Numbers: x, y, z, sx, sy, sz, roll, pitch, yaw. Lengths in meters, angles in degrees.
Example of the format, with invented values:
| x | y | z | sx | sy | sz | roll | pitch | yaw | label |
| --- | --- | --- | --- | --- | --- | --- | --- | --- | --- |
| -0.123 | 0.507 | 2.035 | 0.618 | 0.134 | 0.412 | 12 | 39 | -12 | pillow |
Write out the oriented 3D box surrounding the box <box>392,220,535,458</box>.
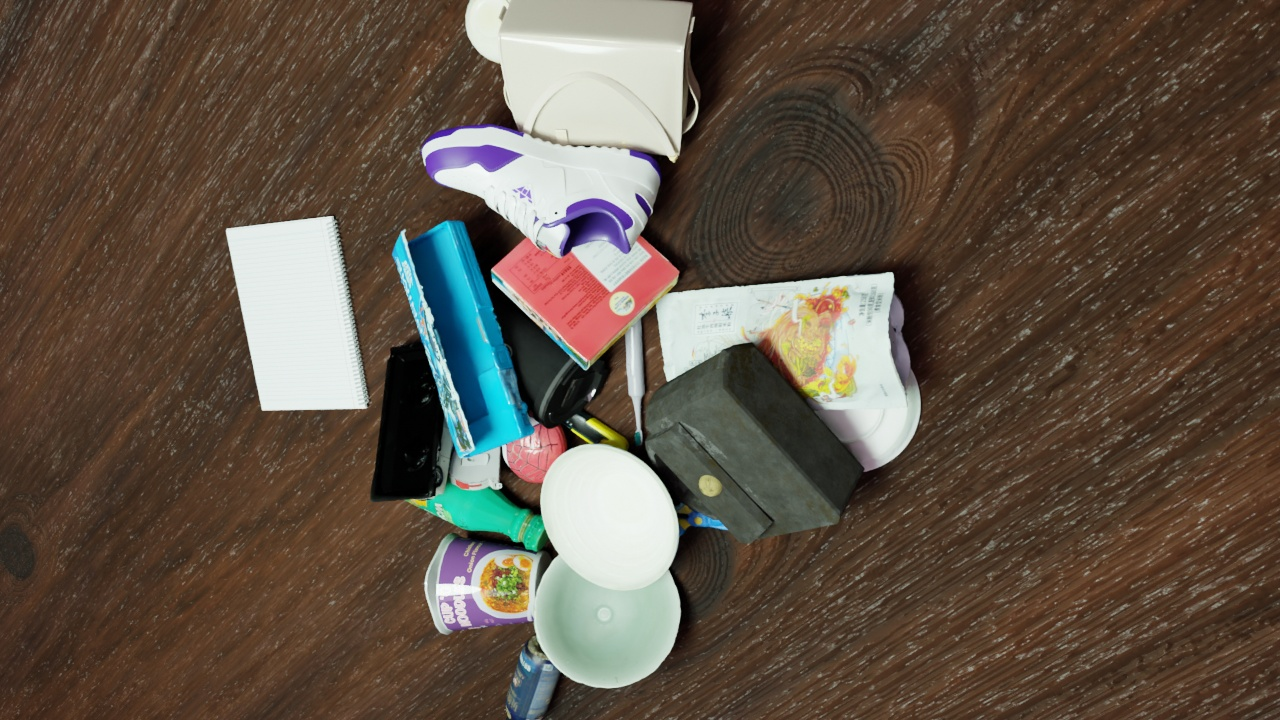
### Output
| x | y | z | sx | sy | sz | roll | pitch | yaw | label |
| --- | --- | --- | --- | --- | --- | --- | --- | --- | --- |
| -0.205 | -0.019 | 0.970 | 0.092 | 0.085 | 0.243 | -21 | 86 | 31 | box |

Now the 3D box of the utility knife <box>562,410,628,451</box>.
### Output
| x | y | z | sx | sy | sz | roll | pitch | yaw | label |
| --- | --- | --- | --- | --- | --- | --- | --- | --- | --- |
| -0.095 | 0.057 | 1.082 | 0.188 | 0.020 | 0.029 | 33 | 110 | 11 | utility knife |

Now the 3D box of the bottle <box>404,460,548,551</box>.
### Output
| x | y | z | sx | sy | sz | roll | pitch | yaw | label |
| --- | --- | --- | --- | --- | --- | --- | --- | --- | --- |
| -0.208 | 0.172 | 1.125 | 0.210 | 0.068 | 0.068 | 22 | 109 | 14 | bottle |

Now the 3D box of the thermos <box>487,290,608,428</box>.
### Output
| x | y | z | sx | sy | sz | roll | pitch | yaw | label |
| --- | --- | --- | --- | --- | --- | --- | --- | --- | --- |
| -0.151 | -0.019 | 1.044 | 0.218 | 0.105 | 0.106 | 33 | 112 | 16 | thermos |

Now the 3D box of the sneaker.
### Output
| x | y | z | sx | sy | sz | roll | pitch | yaw | label |
| --- | --- | --- | --- | --- | --- | --- | --- | --- | --- |
| -0.105 | -0.161 | 0.931 | 0.244 | 0.092 | 0.111 | 8 | 72 | 1 | sneaker |

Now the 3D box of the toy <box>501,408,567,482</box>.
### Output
| x | y | z | sx | sy | sz | roll | pitch | yaw | label |
| --- | --- | --- | --- | --- | --- | --- | --- | --- | --- |
| -0.141 | 0.086 | 1.081 | 0.133 | 0.062 | 0.092 | 41 | 122 | 10 | toy |

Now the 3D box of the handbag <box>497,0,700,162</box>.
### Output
| x | y | z | sx | sy | sz | roll | pitch | yaw | label |
| --- | --- | --- | --- | --- | --- | --- | --- | --- | --- |
| -0.039 | -0.258 | 0.923 | 0.195 | 0.101 | 0.198 | 6 | 144 | 6 | handbag |

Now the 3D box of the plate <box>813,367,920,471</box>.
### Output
| x | y | z | sx | sy | sz | roll | pitch | yaw | label |
| --- | --- | --- | --- | --- | --- | --- | --- | --- | --- |
| 0.213 | 0.045 | 0.965 | 0.157 | 0.014 | 0.157 | 5 | 104 | 20 | plate |

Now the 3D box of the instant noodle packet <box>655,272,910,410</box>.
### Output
| x | y | z | sx | sy | sz | roll | pitch | yaw | label |
| --- | --- | --- | --- | --- | --- | --- | --- | --- | --- |
| 0.137 | -0.010 | 0.949 | 0.270 | 0.057 | 0.147 | -5 | 97 | 33 | instant noodle packet |

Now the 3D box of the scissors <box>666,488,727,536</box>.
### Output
| x | y | z | sx | sy | sz | roll | pitch | yaw | label |
| --- | --- | --- | --- | --- | --- | --- | --- | --- | --- |
| 0.067 | 0.187 | 1.056 | 0.131 | 0.022 | 0.070 | 11 | 105 | 15 | scissors |

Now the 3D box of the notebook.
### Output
| x | y | z | sx | sy | sz | roll | pitch | yaw | label |
| --- | --- | --- | --- | --- | --- | --- | --- | --- | --- |
| -0.445 | -0.055 | 1.189 | 0.178 | 0.013 | 0.246 | -2 | 102 | 22 | notebook |

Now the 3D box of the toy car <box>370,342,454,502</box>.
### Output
| x | y | z | sx | sy | sz | roll | pitch | yaw | label |
| --- | --- | --- | --- | --- | --- | --- | --- | --- | --- |
| -0.255 | 0.078 | 1.093 | 0.094 | 0.071 | 0.191 | -10 | 67 | 27 | toy car |

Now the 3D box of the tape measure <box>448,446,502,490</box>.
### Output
| x | y | z | sx | sy | sz | roll | pitch | yaw | label |
| --- | --- | --- | --- | --- | --- | --- | --- | --- | --- |
| -0.197 | 0.125 | 1.104 | 0.062 | 0.060 | 0.020 | -1 | 141 | -4 | tape measure |

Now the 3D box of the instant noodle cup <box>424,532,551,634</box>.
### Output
| x | y | z | sx | sy | sz | roll | pitch | yaw | label |
| --- | --- | --- | --- | --- | --- | --- | --- | --- | --- |
| -0.176 | 0.271 | 1.112 | 0.122 | 0.137 | 0.121 | -1 | 75 | 11 | instant noodle cup |

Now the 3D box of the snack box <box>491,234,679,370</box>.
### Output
| x | y | z | sx | sy | sz | roll | pitch | yaw | label |
| --- | --- | --- | --- | --- | --- | --- | --- | --- | --- |
| -0.058 | -0.089 | 0.979 | 0.145 | 0.040 | 0.142 | 44 | 75 | 6 | snack box |

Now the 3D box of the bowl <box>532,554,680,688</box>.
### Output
| x | y | z | sx | sy | sz | roll | pitch | yaw | label |
| --- | --- | --- | --- | --- | --- | --- | --- | --- | --- |
| -0.039 | 0.299 | 1.089 | 0.174 | 0.068 | 0.174 | 1 | 66 | -2 | bowl |

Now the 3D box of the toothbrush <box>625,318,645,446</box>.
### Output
| x | y | z | sx | sy | sz | roll | pitch | yaw | label |
| --- | --- | --- | --- | --- | --- | --- | --- | --- | --- |
| -0.006 | 0.006 | 1.035 | 0.018 | 0.019 | 0.188 | 3 | 104 | 26 | toothbrush |

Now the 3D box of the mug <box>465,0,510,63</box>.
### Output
| x | y | z | sx | sy | sz | roll | pitch | yaw | label |
| --- | --- | --- | --- | --- | --- | --- | --- | --- | --- |
| -0.122 | -0.351 | 0.953 | 0.112 | 0.089 | 0.086 | -1 | 102 | 21 | mug |

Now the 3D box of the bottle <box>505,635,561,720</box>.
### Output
| x | y | z | sx | sy | sz | roll | pitch | yaw | label |
| --- | --- | --- | --- | --- | --- | --- | --- | --- | --- |
| -0.141 | 0.426 | 1.168 | 0.056 | 0.056 | 0.161 | 24 | 111 | 14 | bottle |

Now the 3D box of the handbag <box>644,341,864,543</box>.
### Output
| x | y | z | sx | sy | sz | roll | pitch | yaw | label |
| --- | --- | --- | --- | --- | --- | --- | --- | --- | --- |
| 0.087 | 0.103 | 0.958 | 0.197 | 0.102 | 0.200 | 47 | 140 | -9 | handbag |

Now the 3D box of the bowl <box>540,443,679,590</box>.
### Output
| x | y | z | sx | sy | sz | roll | pitch | yaw | label |
| --- | --- | --- | --- | --- | --- | --- | --- | --- | --- |
| -0.026 | 0.171 | 1.054 | 0.177 | 0.057 | 0.177 | 8 | 108 | 26 | bowl |
